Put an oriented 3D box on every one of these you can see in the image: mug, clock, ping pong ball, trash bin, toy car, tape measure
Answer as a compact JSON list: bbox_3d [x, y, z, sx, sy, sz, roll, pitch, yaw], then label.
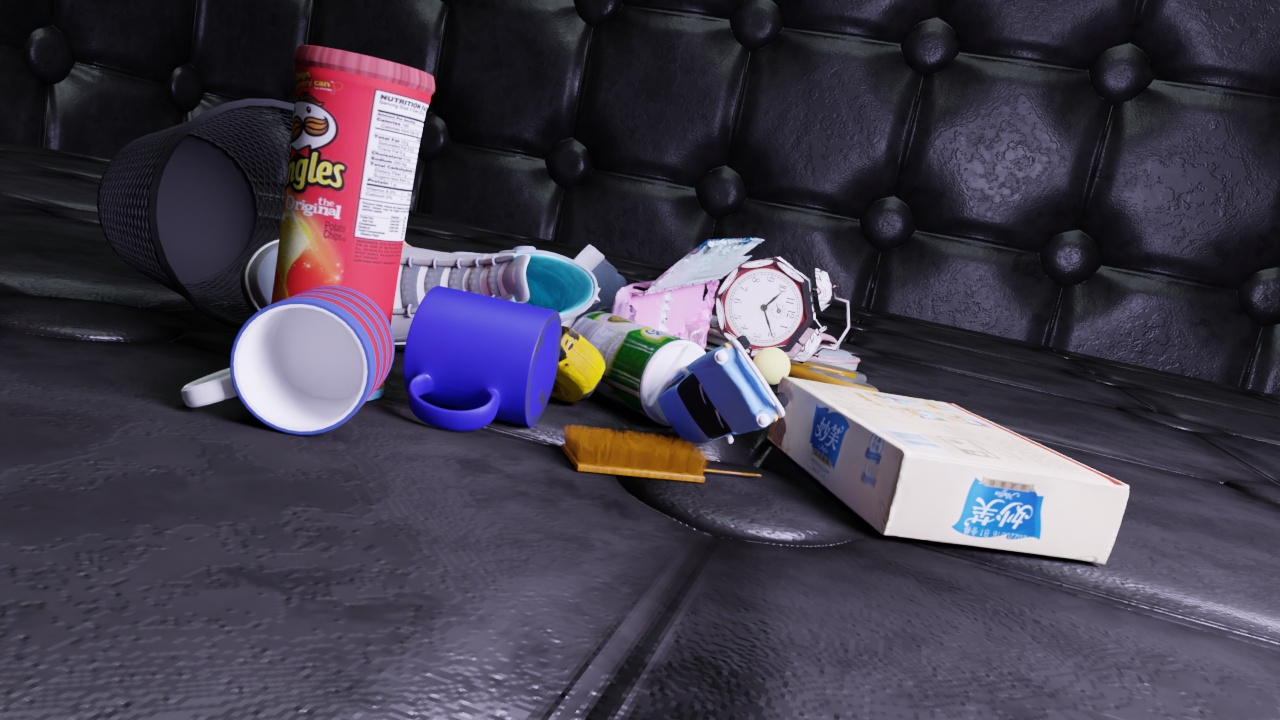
[{"bbox_3d":[-0.108,0.006,0.607,0.083,0.079,0.111,12,38,7],"label":"mug"},{"bbox_3d":[0.163,-0.058,1.051,0.155,0.115,0.065,15,11,12],"label":"clock"},{"bbox_3d":[-0.205,0.003,0.532,0.112,0.075,0.076,-16,12,-2],"label":"mug"},{"bbox_3d":[0.139,0.006,0.978,0.040,0.040,0.040,11,9,-2],"label":"ping pong ball"},{"bbox_3d":[-0.366,-0.129,0.805,0.210,0.184,0.183,12,8,44],"label":"trash bin"},{"bbox_3d":[0.049,0.024,0.609,0.054,0.056,0.153,-33,-1,-11],"label":"toy car"},{"bbox_3d":[-0.061,0.005,0.693,0.066,0.037,0.064,0,-39,44],"label":"tape measure"}]

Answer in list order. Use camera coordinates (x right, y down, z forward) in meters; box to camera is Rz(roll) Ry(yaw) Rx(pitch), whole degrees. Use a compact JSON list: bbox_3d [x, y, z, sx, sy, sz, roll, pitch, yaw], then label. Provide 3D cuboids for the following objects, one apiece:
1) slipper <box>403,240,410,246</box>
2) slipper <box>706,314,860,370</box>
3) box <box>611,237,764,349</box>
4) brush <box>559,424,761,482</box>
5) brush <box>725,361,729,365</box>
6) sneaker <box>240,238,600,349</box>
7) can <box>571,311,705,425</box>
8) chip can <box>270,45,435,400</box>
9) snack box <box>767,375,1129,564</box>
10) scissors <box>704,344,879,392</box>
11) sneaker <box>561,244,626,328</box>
[{"bbox_3d":[-0.277,-0.103,0.944,0.197,0.082,0.093,22,45,33],"label":"slipper"},{"bbox_3d":[0.161,-0.038,1.225,0.275,0.054,0.114,16,11,28],"label":"slipper"},{"bbox_3d":[0.043,-0.067,0.895,0.062,0.161,0.230,37,19,13],"label":"box"},{"bbox_3d":[0.016,0.060,0.576,0.126,0.017,0.048,8,10,-19],"label":"brush"},{"bbox_3d":[0.094,0.003,0.972,0.033,0.012,0.217,15,3,4],"label":"brush"},{"bbox_3d":[-0.165,-0.058,0.716,0.256,0.093,0.161,5,-9,-33],"label":"sneaker"},{"bbox_3d":[-0.004,0.004,0.735,0.067,0.067,0.121,4,11,-37],"label":"can"},{"bbox_3d":[-0.193,-0.087,0.599,0.087,0.213,0.087,11,10,-2],"label":"chip can"},{"bbox_3d":[0.194,0.067,0.628,0.153,0.055,0.207,9,9,-13],"label":"snack box"},{"bbox_3d":[0.173,0.009,1.063,0.225,0.016,0.175,11,9,-12],"label":"scissors"},{"bbox_3d":[-0.060,-0.049,0.954,0.087,0.089,0.235,42,24,-9],"label":"sneaker"}]
